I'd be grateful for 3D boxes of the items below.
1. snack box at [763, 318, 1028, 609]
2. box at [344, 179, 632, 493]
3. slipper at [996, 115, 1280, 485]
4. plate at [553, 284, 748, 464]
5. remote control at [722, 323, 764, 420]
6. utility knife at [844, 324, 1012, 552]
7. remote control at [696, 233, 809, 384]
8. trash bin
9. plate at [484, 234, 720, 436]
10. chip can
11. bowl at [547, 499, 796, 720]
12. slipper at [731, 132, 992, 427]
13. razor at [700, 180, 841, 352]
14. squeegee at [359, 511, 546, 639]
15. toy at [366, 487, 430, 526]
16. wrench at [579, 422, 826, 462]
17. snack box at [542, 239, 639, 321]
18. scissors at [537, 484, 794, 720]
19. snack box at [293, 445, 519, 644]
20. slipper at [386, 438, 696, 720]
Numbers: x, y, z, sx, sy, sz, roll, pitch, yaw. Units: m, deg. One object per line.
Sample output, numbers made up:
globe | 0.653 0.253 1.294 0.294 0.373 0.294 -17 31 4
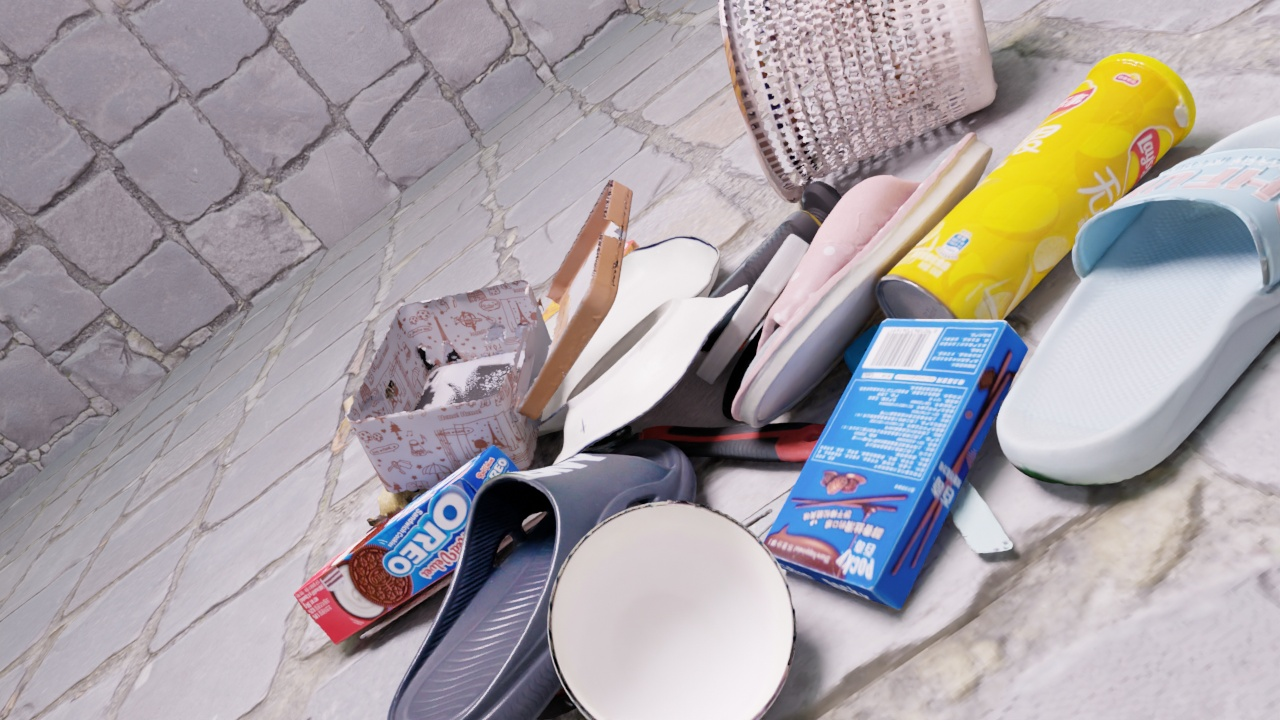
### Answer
snack box | 0.132 0.047 0.484 0.085 0.026 0.157 5 59 59
box | -0.102 -0.013 0.733 0.274 0.125 0.178 -31 28 23
slipper | 0.256 -0.043 0.447 0.245 0.074 0.104 -46 24 -14
plate | -0.004 0.004 0.672 0.165 0.034 0.163 -36 11 46
remote control | 0.100 -0.012 0.666 0.053 0.024 0.136 -2 43 51
utility knife | 0.156 0.038 0.513 0.034 0.018 0.216 -32 26 12
remote control | 0.079 -0.034 0.659 0.056 0.019 0.135 -53 -4 -33
trash bin | 0.194 -0.269 0.792 0.192 0.227 0.226 -11 34 23
plate | -0.035 -0.018 0.838 0.265 0.034 0.162 -41 29 -10
chip can | 0.240 -0.094 0.561 0.213 0.072 0.072 -43 25 -9
bowl | 0.014 0.135 0.454 0.116 0.116 0.066 -50 -17 -23
slipper | 0.142 -0.064 0.606 0.054 0.114 0.273 37 67 20
razor | 0.103 -0.070 0.744 0.167 0.062 0.067 -42 -6 4
squeegee | -0.104 0.182 0.595 0.248 0.040 0.249 -35 25 5
toy | -0.169 0.098 0.800 0.105 0.066 0.156 -14 17 30
wrench | 0.032 0.055 0.648 0.056 0.016 0.274 -39 21 -32
snack box | -0.060 -0.064 0.975 0.077 0.027 0.155 -12 36 42
scissors | 0.014 0.126 0.536 0.197 0.015 0.204 -11 28 42
snack box | -0.171 0.141 0.693 0.208 0.057 0.058 -34 6 26
slipper | -0.056 0.108 0.527 0.111 0.083 0.267 -14 22 37
